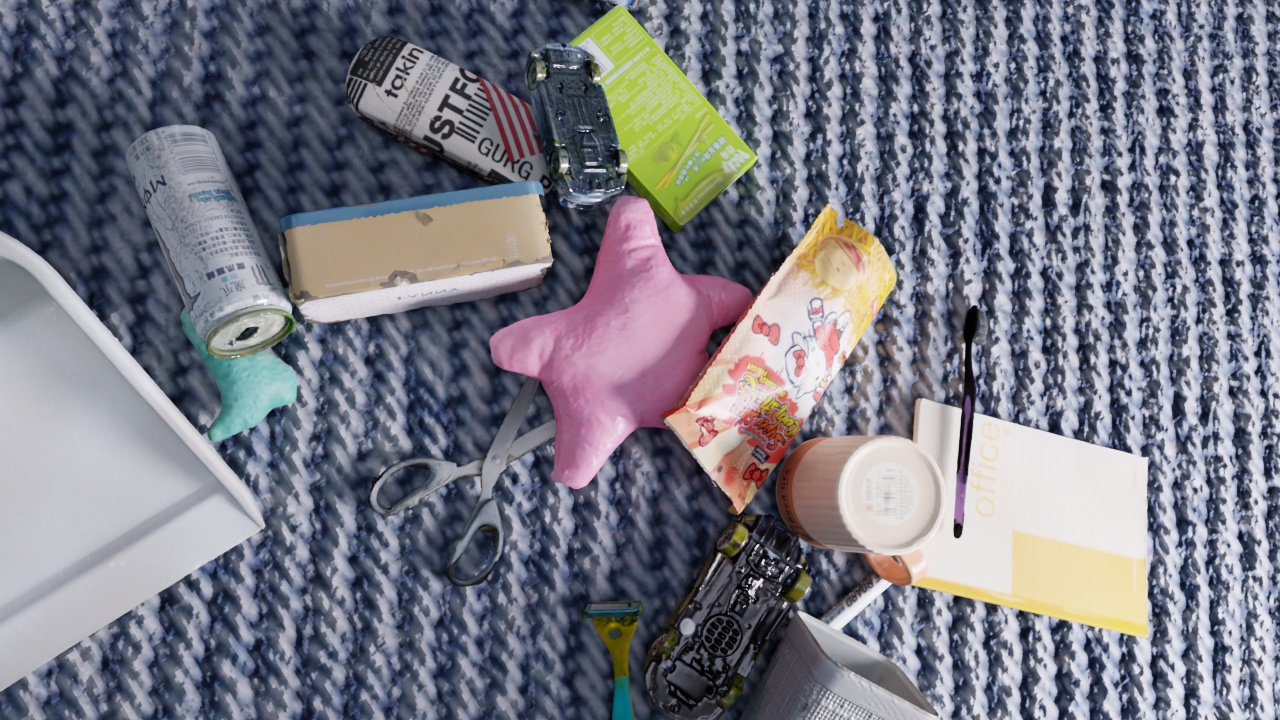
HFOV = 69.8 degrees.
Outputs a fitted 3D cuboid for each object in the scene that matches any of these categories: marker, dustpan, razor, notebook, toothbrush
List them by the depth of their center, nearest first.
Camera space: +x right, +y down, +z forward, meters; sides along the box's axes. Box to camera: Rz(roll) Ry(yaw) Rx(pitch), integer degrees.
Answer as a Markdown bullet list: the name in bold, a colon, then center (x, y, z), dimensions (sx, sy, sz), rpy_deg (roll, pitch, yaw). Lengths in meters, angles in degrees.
- **dustpan**: center (-0.393, 0.049, 0.519), dimensions (0.222, 0.143, 0.257), rpy_deg (-33, 89, -13)
- **razor**: center (-0.015, 0.233, 0.630), dimensions (0.043, 0.028, 0.132), rpy_deg (-5, 80, 11)
- **marker**: center (0.171, 0.170, 0.683), dimensions (0.145, 0.017, 0.017), rpy_deg (-36, 91, -13)
- **toothbrush**: center (0.252, 0.045, 0.704), dimensions (0.016, 0.014, 0.188), rpy_deg (20, 69, -24)
- **notebook**: center (0.300, 0.120, 0.706), dimensions (0.206, 0.010, 0.145), rpy_deg (15, 69, -10)

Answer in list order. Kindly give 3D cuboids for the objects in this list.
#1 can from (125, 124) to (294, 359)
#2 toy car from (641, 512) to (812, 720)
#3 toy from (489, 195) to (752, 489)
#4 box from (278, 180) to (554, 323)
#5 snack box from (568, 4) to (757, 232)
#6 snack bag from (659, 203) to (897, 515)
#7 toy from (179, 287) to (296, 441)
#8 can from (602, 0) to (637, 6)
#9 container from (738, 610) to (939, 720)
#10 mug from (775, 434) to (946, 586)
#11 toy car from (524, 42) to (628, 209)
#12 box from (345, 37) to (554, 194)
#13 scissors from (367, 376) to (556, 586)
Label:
- **can**: center (-0.274, -0.077, 0.585), dimensions (0.058, 0.058, 0.146), rpy_deg (-25, 76, -14)
- **toy car**: center (0.059, 0.180, 0.645), dimensions (0.070, 0.042, 0.158), rpy_deg (38, 74, -5)
- **toy**: center (-0.004, 0.004, 0.640), dimensions (0.178, 0.075, 0.194), rpy_deg (42, 77, -17)
- **box**: center (-0.140, -0.071, 0.613), dimensions (0.184, 0.090, 0.060), rpy_deg (-13, 85, -15)
- **snack box**: center (0.005, -0.181, 0.687), dimensions (0.085, 0.026, 0.156), rpy_deg (-44, 93, -13)
- **snack bag**: center (0.100, -0.002, 0.653), dimensions (0.207, 0.073, 0.128), rpy_deg (-54, 137, -18)
- **toy**: center (-0.262, -0.006, 0.609), dimensions (0.096, 0.030, 0.092), rpy_deg (-33, 92, -21)
- **can**: center (-0.065, -0.299, 0.673), dimensions (0.134, 0.053, 0.053), rpy_deg (7, 82, -11)
- **container**: center (0.122, 0.250, 0.618), dimensions (0.090, 0.090, 0.114), rpy_deg (30, 93, -7)
- **mug**: center (0.159, 0.107, 0.642), dimensions (0.081, 0.106, 0.114), rpy_deg (-31, 90, -14)
- **toy car**: center (-0.047, -0.164, 0.640), dimensions (0.054, 0.037, 0.120), rpy_deg (-7, 77, -29)
- **box**: center (-0.125, -0.171, 0.645), dimensions (0.164, 0.056, 0.070), rpy_deg (22, 61, -11)
- **scissors**: center (-0.107, 0.074, 0.642), dimensions (0.159, 0.014, 0.177), rpy_deg (3, 80, -14)
